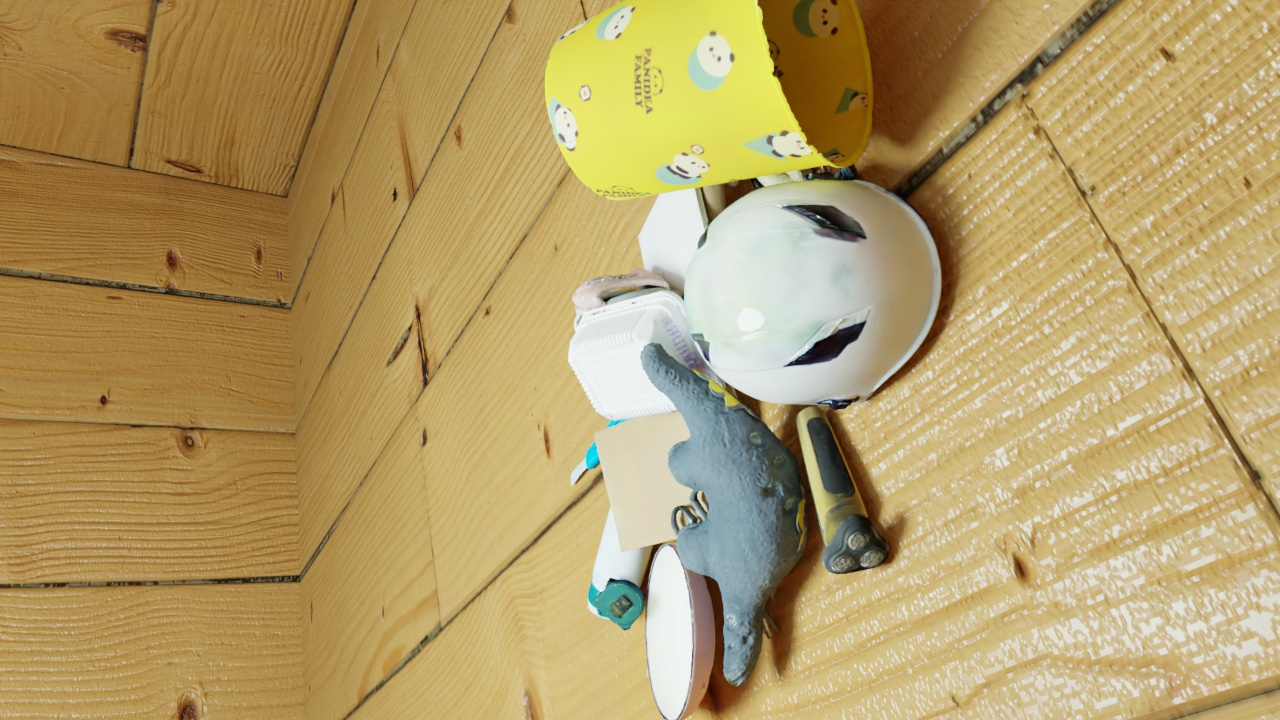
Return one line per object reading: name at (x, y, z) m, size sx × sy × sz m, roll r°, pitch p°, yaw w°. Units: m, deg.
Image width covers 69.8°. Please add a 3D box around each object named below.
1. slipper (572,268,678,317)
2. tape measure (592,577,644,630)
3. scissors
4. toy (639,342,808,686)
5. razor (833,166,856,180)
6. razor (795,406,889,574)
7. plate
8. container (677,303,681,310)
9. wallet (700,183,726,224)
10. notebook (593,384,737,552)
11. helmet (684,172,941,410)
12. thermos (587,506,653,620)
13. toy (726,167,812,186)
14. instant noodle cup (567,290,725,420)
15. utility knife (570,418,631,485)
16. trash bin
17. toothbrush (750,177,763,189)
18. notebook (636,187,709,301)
slipper at (-0.027, -0.082, 1.145) m, size 0.274 × 0.114 × 0.054 m, roll -168°, pitch 65°, yaw -77°
tape measure at (-0.024, 0.293, 1.110) m, size 0.058 × 0.025 × 0.055 m, roll 39°, pitch 109°, yaw 6°
scissors at (0.088, 0.222, 0.992) m, size 0.143 × 0.014 × 0.173 m, roll -8°, pitch 86°, yaw 39°
toy at (0.096, 0.146, 0.922) m, size 0.091 × 0.138 × 0.356 m, roll -53°, pitch -49°, yaw -87°
razor at (0.174, -0.143, 0.955) m, size 0.143 × 0.022 × 0.042 m, roll -49°, pitch 44°, yaw 42°
razor at (0.183, 0.118, 0.867) m, size 0.068 × 0.062 × 0.167 m, roll 85°, pitch 174°, yaw -55°
plate at (0.047, 0.302, 1.026) m, size 0.192 × 0.039 × 0.192 m, roll -178°, pitch 91°, yaw -76°
container at (0.049, -0.015, 1.069) m, size 0.111 × 0.089 × 0.090 m, roll -20°, pitch 67°, yaw 52°
wallet at (0.076, -0.180, 1.063) m, size 0.090 × 0.033 × 0.115 m, roll -148°, pitch 49°, yaw -72°
notebook at (0.039, 0.127, 1.048) m, size 0.212 × 0.012 × 0.149 m, roll -22°, pitch 76°, yaw 37°
helmet at (0.134, -0.066, 0.865) m, size 0.259 × 0.145 × 0.229 m, roll -1°, pitch 90°, yaw 57°
thermos at (-0.014, 0.219, 1.149) m, size 0.073 × 0.073 × 0.224 m, roll 35°, pitch 115°, yaw 54°
toy at (0.131, -0.235, 1.011) m, size 0.157 × 0.066 × 0.105 m, roll 54°, pitch 145°, yaw 38°
instant noodle cup at (-0.006, 0.006, 1.004) m, size 0.174 × 0.060 × 0.138 m, roll -12°, pitch 112°, yaw 45°
utility knife at (-0.054, 0.120, 1.273) m, size 0.203 × 0.018 × 0.034 m, roll -51°, pitch 45°, yaw 43°
trash bin at (0.061, -0.271, 0.892) m, size 0.256 × 0.229 × 0.229 m, roll -8°, pitch 77°, yaw 36°
toothbrush at (0.130, -0.201, 1.042) m, size 0.016 × 0.018 × 0.181 m, roll -51°, pitch 45°, yaw 36°
notebook at (0.040, -0.136, 1.112) m, size 0.210 × 0.012 × 0.150 m, roll 126°, pitch 135°, yaw -64°
